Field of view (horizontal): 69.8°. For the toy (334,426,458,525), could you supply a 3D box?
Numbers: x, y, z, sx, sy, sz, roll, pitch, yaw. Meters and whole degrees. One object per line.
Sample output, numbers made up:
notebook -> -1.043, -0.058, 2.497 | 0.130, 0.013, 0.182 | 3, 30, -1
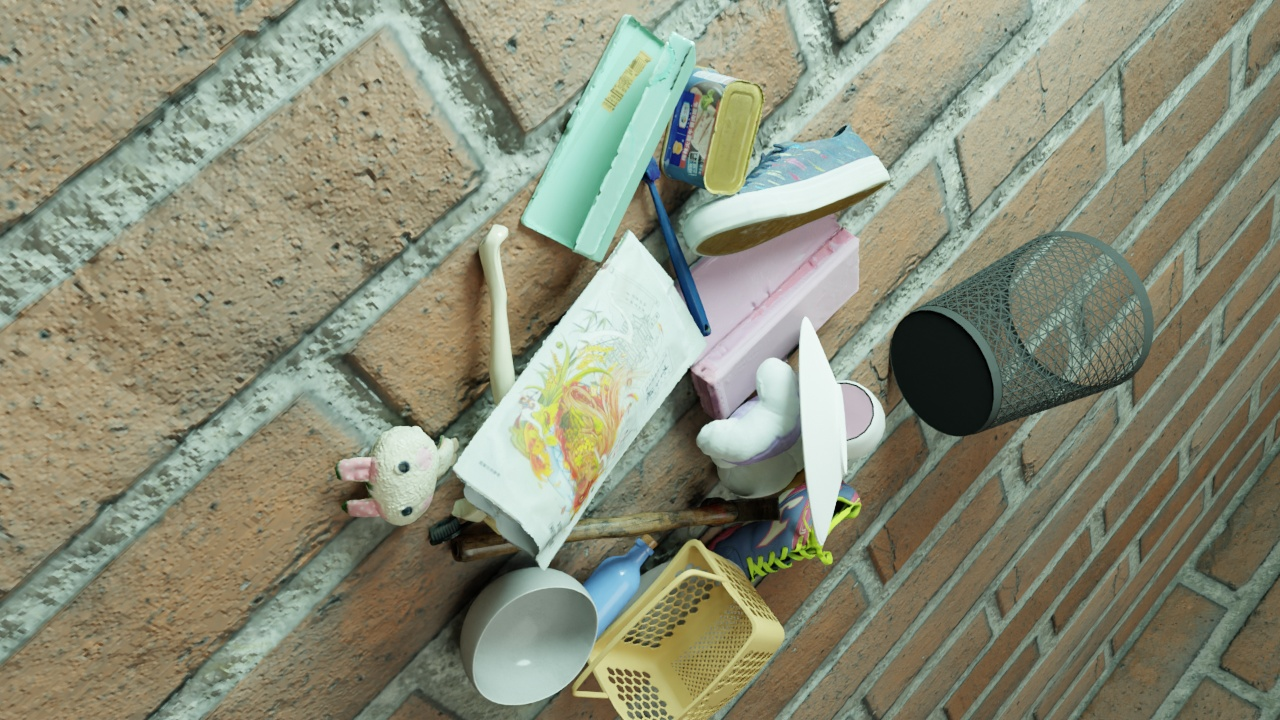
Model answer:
toy -> -0.190, 0.092, 0.742 | 0.112, 0.050, 0.087 | -10, 120, -32

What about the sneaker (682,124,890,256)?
sneaker -> 0.130, -0.164, 0.867 | 0.235, 0.088, 0.079 | -22, 83, -28

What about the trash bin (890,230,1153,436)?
trash bin -> 0.461, -0.024, 1.146 | 0.242, 0.217, 0.217 | -21, 126, -24

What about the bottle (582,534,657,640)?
bottle -> -0.030, 0.236, 0.960 | 0.131, 0.048, 0.048 | -48, 136, -9

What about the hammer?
hammer -> -0.019, 0.161, 0.892 | 0.329, 0.120, 0.033 | -2, 80, -31

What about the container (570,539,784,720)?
container -> 0.034, 0.290, 0.937 | 0.183, 0.129, 0.167 | -48, 139, 13

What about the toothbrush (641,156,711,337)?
toothbrush -> 0.033, -0.100, 0.827 | 0.016, 0.017, 0.190 | -32, 122, -16

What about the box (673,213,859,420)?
box -> 0.132, -0.062, 0.935 | 0.232, 0.055, 0.180 | -43, 133, -14

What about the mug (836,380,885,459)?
mug -> 0.226, 0.081, 1.075 | 0.124, 0.090, 0.076 | -36, 154, 2

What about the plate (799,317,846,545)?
plate -> 0.189, 0.069, 0.923 | 0.229, 0.030, 0.229 | -4, 89, -75

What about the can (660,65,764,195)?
can -> 0.062, -0.197, 0.790 | 0.053, 0.059, 0.100 | -5, 116, -40

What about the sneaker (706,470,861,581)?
sneaker -> 0.164, 0.218, 1.090 | 0.241, 0.091, 0.116 | -36, 135, -20

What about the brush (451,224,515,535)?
brush -> -0.118, 0.022, 0.761 | 0.077, 0.062, 0.273 | -2, 112, -16

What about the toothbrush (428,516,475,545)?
toothbrush -> -0.113, 0.115, 0.844 | 0.187, 0.014, 0.017 | -31, 122, -26

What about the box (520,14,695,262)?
box -> -0.029, -0.180, 0.744 | 0.189, 0.079, 0.077 | -64, 176, 7

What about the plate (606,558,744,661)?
plate -> 0.047, 0.292, 1.039 | 0.172, 0.019, 0.173 | -10, 125, -15

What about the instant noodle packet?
instant noodle packet -> -0.038, 0.031, 0.772 | 0.268, 0.057, 0.147 | -54, 129, -27

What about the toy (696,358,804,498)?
toy -> 0.133, 0.077, 0.954 | 0.137, 0.085, 0.209 | -48, 159, -5

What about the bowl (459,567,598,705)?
bowl -> -0.112, 0.257, 0.882 | 0.131, 0.064, 0.132 | -13, 116, -28
